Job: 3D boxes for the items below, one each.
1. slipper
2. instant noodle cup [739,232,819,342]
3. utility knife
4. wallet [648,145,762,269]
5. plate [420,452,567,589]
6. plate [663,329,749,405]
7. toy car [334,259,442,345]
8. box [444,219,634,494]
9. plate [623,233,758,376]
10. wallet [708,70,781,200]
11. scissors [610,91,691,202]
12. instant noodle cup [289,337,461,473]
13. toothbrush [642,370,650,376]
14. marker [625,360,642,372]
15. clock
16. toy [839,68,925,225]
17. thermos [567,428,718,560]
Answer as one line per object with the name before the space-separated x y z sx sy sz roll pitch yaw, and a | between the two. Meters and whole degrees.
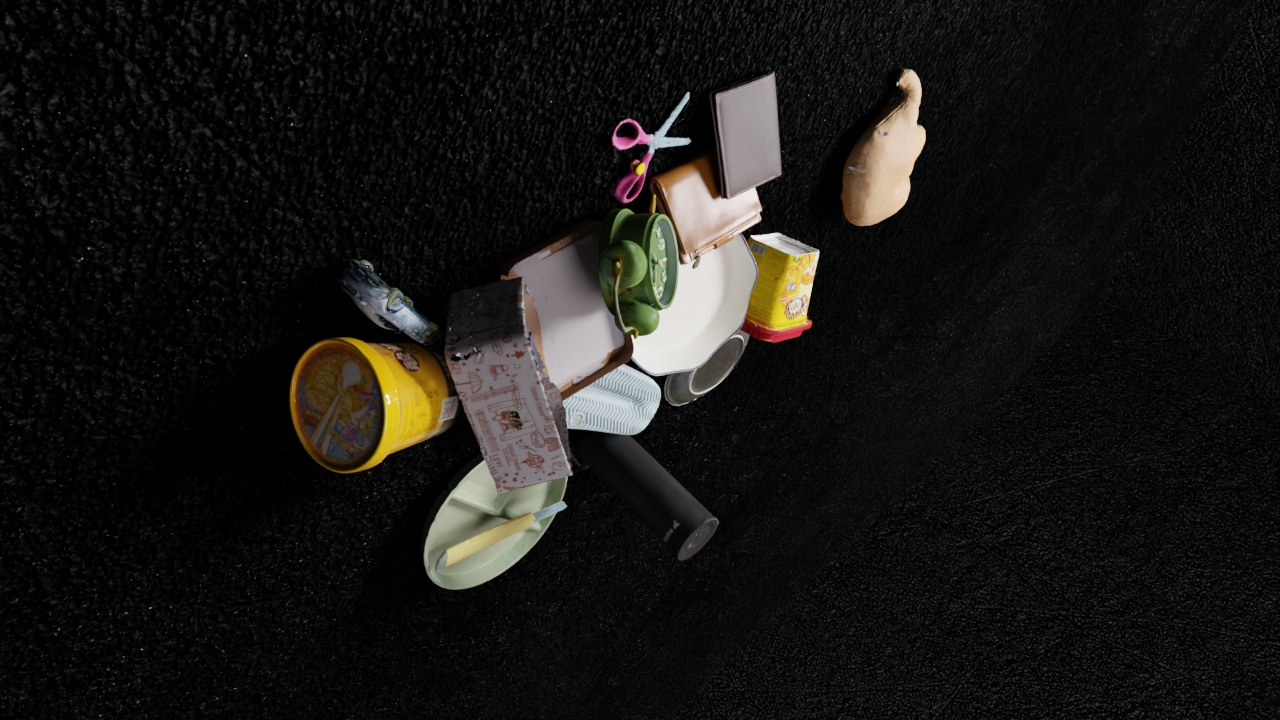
slipper | -0.077 0.030 1.090 0.245 0.074 0.104 16 100 -42
instant noodle cup | 0.181 -0.104 1.264 0.116 0.116 0.124 -13 125 -47
utility knife | -0.173 0.220 1.176 0.207 0.021 0.031 -15 132 -37
wallet | 0.081 -0.176 1.044 0.130 0.035 0.119 -32 114 -29
plate | -0.187 0.194 1.178 0.229 0.027 0.231 -32 142 -31
plate | 0.108 0.002 1.379 0.179 0.024 0.180 -34 149 -24
toy car | -0.221 -0.047 0.813 0.036 0.054 0.120 -49 154 -4
box | -0.103 -0.010 0.935 0.270 0.133 0.179 -59 144 -48
plate | 0.054 -0.078 1.135 0.204 0.045 0.205 -22 132 -28
wallet | 0.120 -0.251 1.023 0.096 0.020 0.122 -29 125 -29
scissors | 0.008 -0.227 0.951 0.133 0.017 0.131 -54 150 3
instant noodle cup | -0.235 0.034 0.839 0.114 0.118 0.119 -11 136 -59
toothbrush | -0.018 0.076 1.274 0.027 0.026 0.213 -28 152 -45
marker | -0.007 0.007 1.227 0.131 0.020 0.022 -23 115 -36
clock | -0.004 -0.093 0.965 0.160 0.056 0.116 -68 150 -46
toy | 0.343 -0.289 1.285 0.143 0.082 0.226 -36 148 -31
thermos | -0.013 0.153 1.164 0.068 0.242 0.090 -16 138 -45
